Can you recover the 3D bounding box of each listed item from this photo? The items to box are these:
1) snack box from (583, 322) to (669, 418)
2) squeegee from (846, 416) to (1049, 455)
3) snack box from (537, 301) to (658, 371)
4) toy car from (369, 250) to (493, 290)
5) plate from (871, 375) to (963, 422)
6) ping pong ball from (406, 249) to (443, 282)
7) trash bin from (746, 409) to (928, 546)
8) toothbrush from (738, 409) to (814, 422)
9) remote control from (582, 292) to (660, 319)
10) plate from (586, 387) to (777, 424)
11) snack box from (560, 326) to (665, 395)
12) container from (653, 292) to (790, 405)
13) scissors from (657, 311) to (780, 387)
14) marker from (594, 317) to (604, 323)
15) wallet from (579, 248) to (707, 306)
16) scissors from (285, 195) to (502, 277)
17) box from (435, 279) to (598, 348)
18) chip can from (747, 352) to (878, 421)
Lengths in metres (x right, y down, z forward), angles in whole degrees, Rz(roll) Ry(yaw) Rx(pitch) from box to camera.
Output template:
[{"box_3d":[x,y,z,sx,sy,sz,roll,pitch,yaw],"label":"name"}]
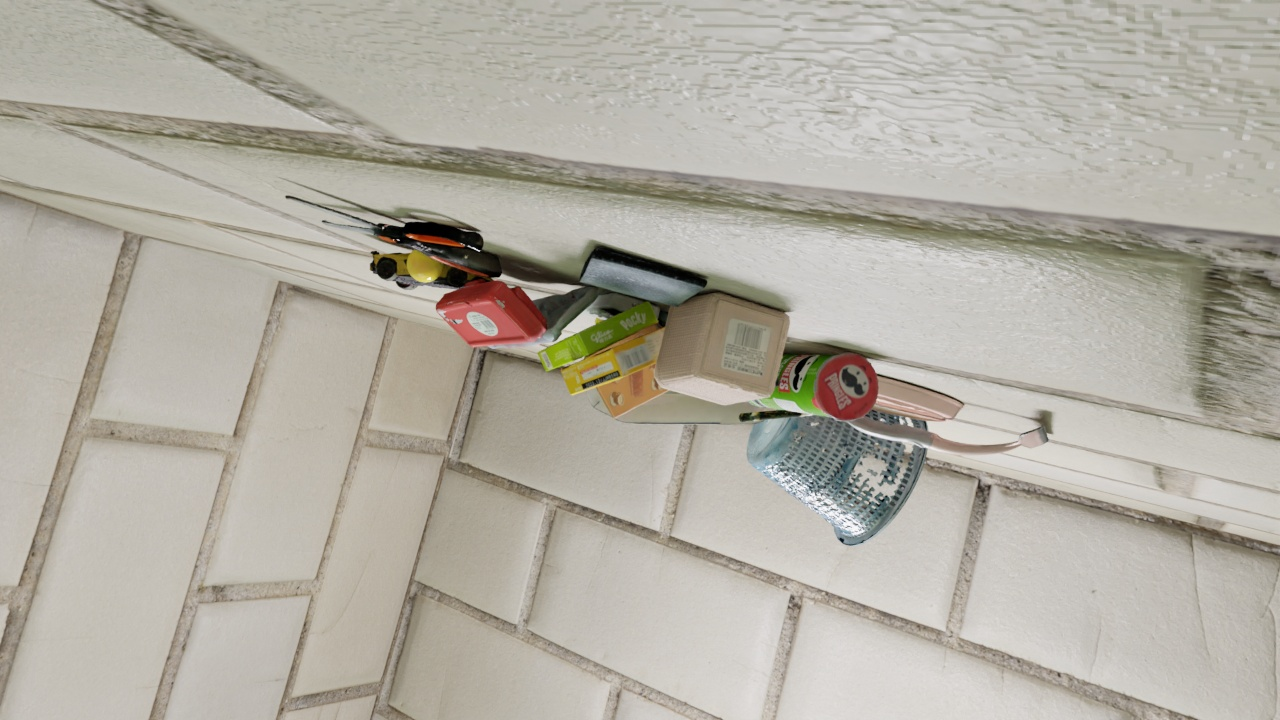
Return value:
[{"box_3d":[-0.006,0.006,1.064,0.094,0.077,0.092,-28,-174,4],"label":"snack box"},{"box_3d":[0.378,0.097,1.161,0.250,0.040,0.247,5,175,26],"label":"squeegee"},{"box_3d":[-0.049,-0.024,0.967,0.085,0.026,0.157,-27,-176,-22],"label":"snack box"},{"box_3d":[-0.246,-0.104,1.093,0.156,0.041,0.071,8,175,10],"label":"toy car"},{"box_3d":[0.296,0.042,1.185,0.229,0.028,0.229,15,177,1],"label":"plate"},{"box_3d":[-0.243,-0.108,1.033,0.040,0.040,0.040,15,177,1],"label":"ping pong ball"},{"box_3d":[0.273,0.129,1.347,0.195,0.226,0.227,28,175,-9],"label":"trash bin"},{"box_3d":[0.207,0.066,1.169,0.185,0.012,0.017,-3,178,-26],"label":"toothbrush"},{"box_3d":[-0.029,-0.058,1.053,0.058,0.021,0.150,17,176,-19],"label":"remote control"},{"box_3d":[0.061,0.031,1.248,0.265,0.034,0.161,1,-152,-6],"label":"plate"},{"box_3d":[-0.002,-0.007,0.932,0.140,0.033,0.087,-21,180,-42],"label":"snack box"},{"box_3d":[0.075,-0.010,0.843,0.090,0.090,0.111,16,174,-13],"label":"container"},{"box_3d":[0.101,-0.006,1.037,0.181,0.019,0.170,34,-173,39],"label":"scissors"},{"box_3d":[-0.010,-0.031,1.295,0.124,0.015,0.018,26,169,-19],"label":"marker"},{"box_3d":[0.000,-0.071,0.792,0.097,0.019,0.121,14,175,-8],"label":"wallet"},{"box_3d":[-0.225,-0.123,0.900,0.234,0.021,0.220,11,173,40],"label":"scissors"},{"box_3d":[-0.141,-0.066,1.029,0.102,0.100,0.202,48,157,-20],"label":"box"},{"box_3d":[0.184,0.027,1.054,0.072,0.072,0.236,16,176,-14],"label":"chip can"}]
